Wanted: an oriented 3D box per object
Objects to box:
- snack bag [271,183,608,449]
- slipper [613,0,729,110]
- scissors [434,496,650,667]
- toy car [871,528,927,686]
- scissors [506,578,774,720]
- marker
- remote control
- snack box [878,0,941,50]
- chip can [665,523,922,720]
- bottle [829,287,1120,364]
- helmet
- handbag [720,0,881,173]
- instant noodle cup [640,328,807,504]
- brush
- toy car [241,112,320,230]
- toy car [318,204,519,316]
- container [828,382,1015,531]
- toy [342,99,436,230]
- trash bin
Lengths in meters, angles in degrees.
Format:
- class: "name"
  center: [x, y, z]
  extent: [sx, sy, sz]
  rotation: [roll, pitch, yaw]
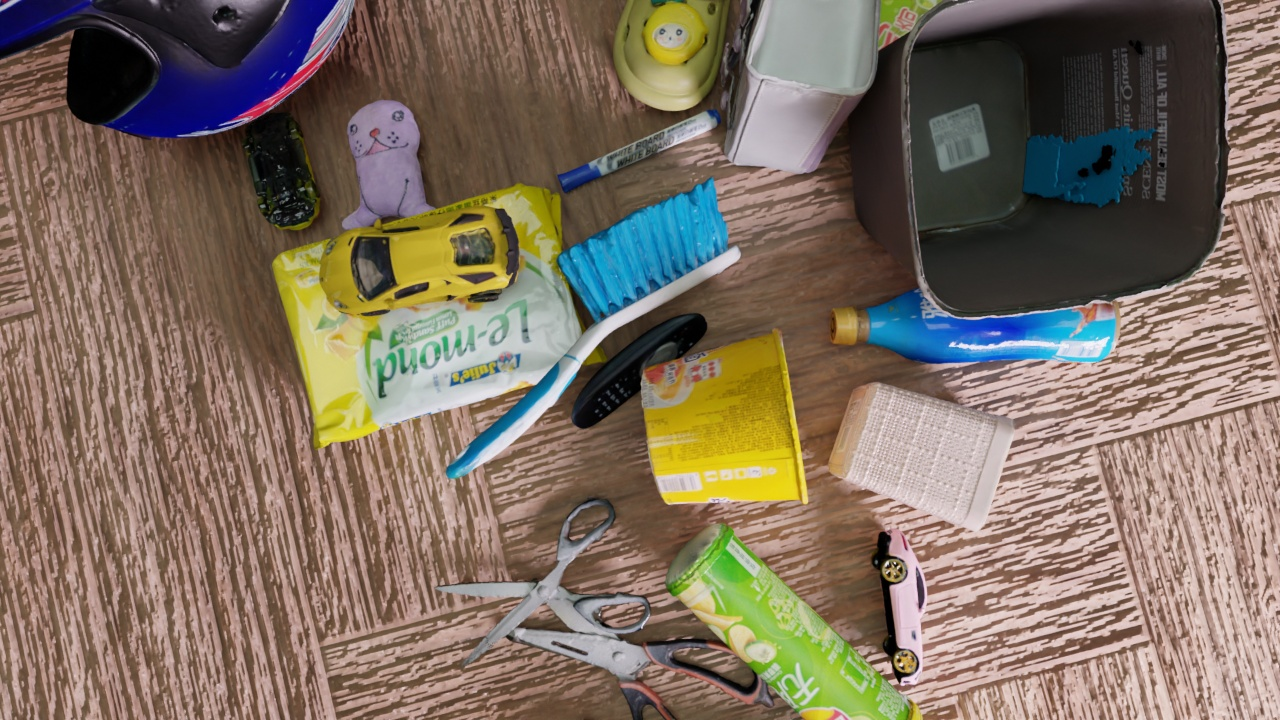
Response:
- class: "snack bag"
  center: [-0.165, -0.037, 0.740]
  extent: [0.246, 0.068, 0.158]
  rotation: [-16, 87, -1]
- class: "slipper"
  center: [0.033, -0.304, 0.749]
  extent: [0.091, 0.081, 0.190]
  rotation: [14, 84, 4]
- class: "scissors"
  center: [-0.075, 0.183, 0.744]
  extent: [0.181, 0.014, 0.159]
  rotation: [15, 78, 4]
- class: "toy car"
  center: [0.210, 0.196, 0.732]
  extent: [0.037, 0.056, 0.122]
  rotation: [-6, 87, 7]
- class: "scissors"
  center: [0.001, 0.256, 0.749]
  extent: [0.189, 0.015, 0.221]
  rotation: [-20, 87, -1]
- class: "marker"
  center: [-0.001, -0.177, 0.772]
  extent: [0.146, 0.017, 0.017]
  rotation: [-24, 87, -1]
- class: "remote control"
  center: [-0.004, 0.004, 0.747]
  extent: [0.136, 0.053, 0.024]
  rotation: [-39, 62, -2]
- class: "snack box"
  center: [0.224, -0.269, 0.771]
  extent: [0.086, 0.026, 0.156]
  rotation: [23, 88, 2]
- class: "chip can"
  center: [0.116, 0.223, 0.722]
  extent: [0.221, 0.072, 0.072]
  rotation: [44, 88, 2]
- class: "bottle"
  center: [0.264, -0.029, 0.740]
  extent: [0.219, 0.065, 0.065]
  rotation: [-1, 87, 1]
- class: "helmet"
  center: [-0.356, -0.282, 0.665]
  extent: [0.315, 0.240, 0.247]
  rotation: [-41, 49, -9]
- class: "handbag"
  center: [0.114, -0.236, 0.685]
  extent: [0.098, 0.197, 0.145]
  rotation: [12, 86, 0]
- class: "instant noodle cup"
  center: [0.064, 0.050, 0.707]
  extent: [0.110, 0.138, 0.138]
  rotation: [-9, 87, 9]
- class: "brush"
  center: [-0.036, -0.035, 0.690]
  extent: [0.313, 0.061, 0.109]
  rotation: [-31, 98, -30]
- class: "toy car"
  center: [-0.297, -0.157, 0.766]
  extent: [0.048, 0.032, 0.105]
  rotation: [-20, 76, -1]
- class: "toy car"
  center: [-0.166, -0.073, 0.688]
  extent: [0.156, 0.041, 0.071]
  rotation: [-9, 86, 0]
- class: "container"
  center: [0.216, 0.070, 0.723]
  extent: [0.111, 0.090, 0.090]
  rotation: [19, 87, 4]
- class: "toy"
  center: [-0.213, -0.163, 0.762]
  extent: [0.084, 0.039, 0.108]
  rotation: [-8, 88, 9]
- class: "trash bin"
  center: [0.254, -0.153, 0.651]
  extent: [0.198, 0.219, 0.199]
  rotation: [-9, 105, 0]
